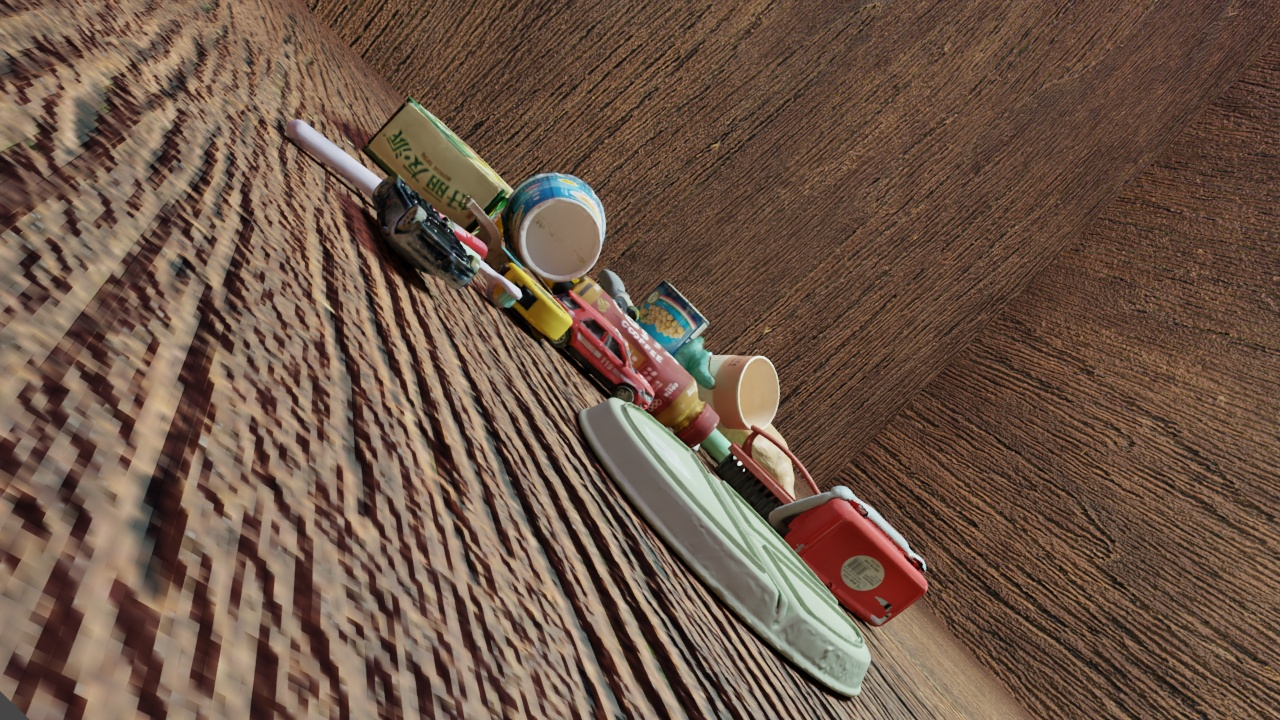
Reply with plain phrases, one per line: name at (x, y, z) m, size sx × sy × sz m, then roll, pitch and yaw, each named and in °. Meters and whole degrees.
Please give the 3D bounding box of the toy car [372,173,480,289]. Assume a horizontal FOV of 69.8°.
toy car at (-0.122, -0.070, 0.509) m, size 0.049 × 0.031 × 0.105 m, roll 41°, pitch 3°, yaw -35°

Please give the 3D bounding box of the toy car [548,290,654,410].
toy car at (-0.033, -0.008, 0.745) m, size 0.120 × 0.045 × 0.053 m, roll 46°, pitch 4°, yaw -7°

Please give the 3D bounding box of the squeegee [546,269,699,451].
squeegee at (-0.024, -0.052, 0.968) m, size 0.246 × 0.039 × 0.246 m, roll 43°, pitch 17°, yaw -22°

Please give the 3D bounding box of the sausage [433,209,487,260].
sausage at (-0.147, -0.098, 0.679) m, size 0.020 × 0.020 × 0.156 m, roll 45°, pitch 3°, yaw 15°

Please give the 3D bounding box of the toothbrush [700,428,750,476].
toothbrush at (0.086, 0.096, 1.068) m, size 0.224 × 0.027 × 0.026 m, roll 46°, pitch -7°, yaw 27°

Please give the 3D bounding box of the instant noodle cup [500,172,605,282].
instant noodle cup at (-0.074, -0.112, 0.811) m, size 0.099 × 0.099 × 0.110 m, roll 43°, pitch 6°, yaw -17°

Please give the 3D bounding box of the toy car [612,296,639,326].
toy car at (-0.015, -0.013, 0.859) m, size 0.042 × 0.035 × 0.090 m, roll -38°, pitch 109°, yaw -51°

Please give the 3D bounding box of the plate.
plate at (0.053, 0.103, 0.550) m, size 0.230 × 0.027 × 0.230 m, roll 44°, pitch 2°, yaw -3°

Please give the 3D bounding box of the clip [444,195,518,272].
clip at (-0.131, -0.099, 0.787) m, size 0.064 × 0.034 × 0.098 m, roll 46°, pitch -2°, yaw 43°

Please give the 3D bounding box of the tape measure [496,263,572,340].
tape measure at (-0.079, -0.039, 0.684) m, size 0.057 × 0.029 × 0.060 m, roll 46°, pitch 3°, yaw 37°

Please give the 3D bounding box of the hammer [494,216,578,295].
hammer at (-0.095, -0.089, 1.122) m, size 0.128 × 0.033 × 0.300 m, roll 41°, pitch 5°, yaw -35°

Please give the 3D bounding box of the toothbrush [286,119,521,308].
toothbrush at (-0.147, -0.089, 0.587) m, size 0.029 × 0.021 × 0.189 m, roll -4°, pitch -32°, yaw 40°

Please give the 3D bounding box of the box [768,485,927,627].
box at (0.200, 0.177, 0.867) m, size 0.201 × 0.091 × 0.068 m, roll 41°, pitch 13°, yaw -40°

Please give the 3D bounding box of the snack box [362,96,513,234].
snack box at (-0.185, -0.182, 0.892) m, size 0.114 × 0.063 × 0.240 m, roll 44°, pitch 3°, yaw -11°

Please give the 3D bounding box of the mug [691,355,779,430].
mug at (0.097, 0.038, 1.033) m, size 0.106 × 0.081 × 0.114 m, roll 2°, pitch -12°, yaw 39°

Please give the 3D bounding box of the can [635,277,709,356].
can at (0.017, -0.031, 1.061) m, size 0.075 × 0.111 × 0.075 m, roll 44°, pitch 4°, yaw -4°

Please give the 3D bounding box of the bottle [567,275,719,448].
bottle at (-0.005, 0.005, 0.805) m, size 0.175 × 0.057 × 0.057 m, roll 44°, pitch 3°, yaw -8°

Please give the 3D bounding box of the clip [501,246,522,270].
clip at (-0.144, -0.110, 0.938) m, size 0.056 × 0.014 × 0.041 m, roll 42°, pitch 4°, yaw -35°

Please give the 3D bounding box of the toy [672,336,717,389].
toy at (0.043, 0.015, 0.988) m, size 0.030 × 0.092 × 0.096 m, roll 40°, pitch 8°, yaw -40°

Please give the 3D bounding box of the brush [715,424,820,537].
brush at (0.149, 0.137, 0.953) m, size 0.146 × 0.069 × 0.063 m, roll 45°, pitch 4°, yaw 9°

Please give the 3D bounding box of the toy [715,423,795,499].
toy at (0.140, 0.114, 1.125) m, size 0.226 × 0.082 × 0.143 m, roll 50°, pitch 10°, yaw 28°
